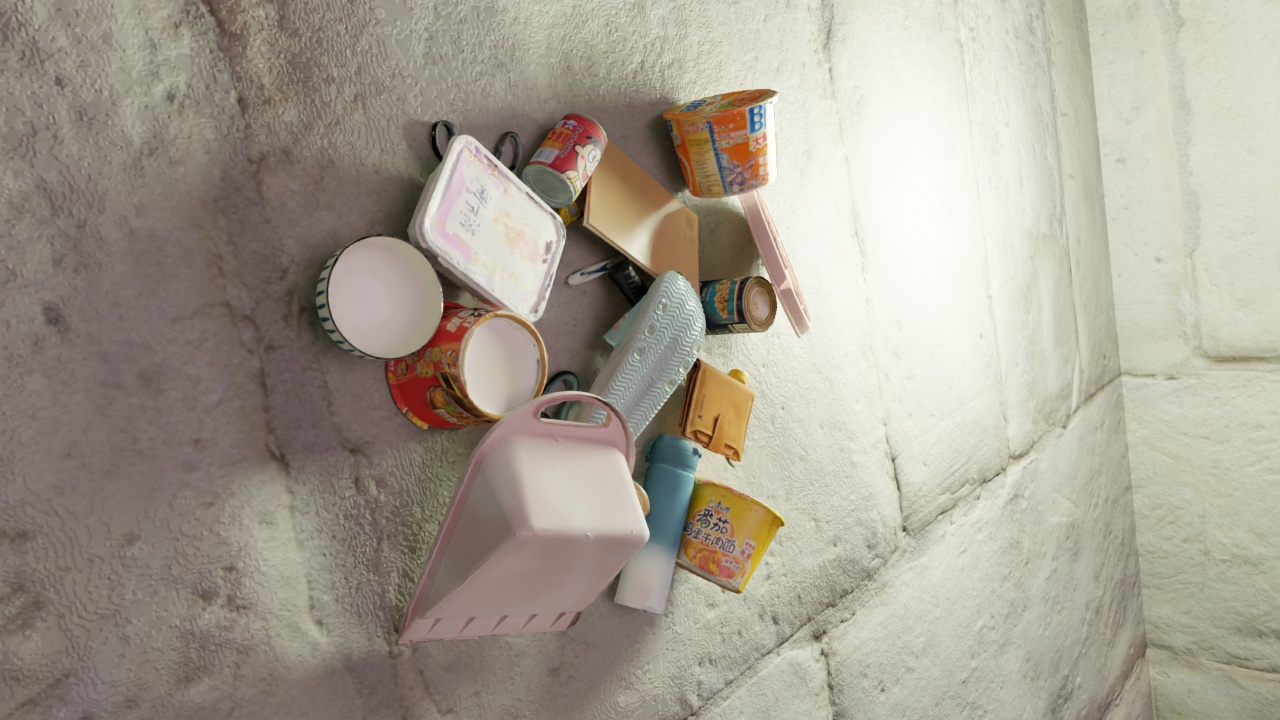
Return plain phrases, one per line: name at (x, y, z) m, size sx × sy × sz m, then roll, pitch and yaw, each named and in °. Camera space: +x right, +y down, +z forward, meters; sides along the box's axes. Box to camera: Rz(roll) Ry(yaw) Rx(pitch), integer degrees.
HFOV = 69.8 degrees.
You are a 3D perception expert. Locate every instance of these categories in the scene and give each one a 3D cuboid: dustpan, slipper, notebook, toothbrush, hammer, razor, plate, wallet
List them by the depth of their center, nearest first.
dustpan at (-0.110, 0.167, 0.956) m, size 0.222 × 0.274 × 0.138 m, roll 13°, pitch 43°, yaw -43°
razor at (-0.109, -0.139, 1.050) m, size 0.132 × 0.028 × 0.043 m, roll -57°, pitch 130°, yaw -28°
slipper at (-0.006, 0.006, 1.098) m, size 0.104 × 0.074 × 0.245 m, roll 40°, pitch 77°, yaw -36°
toothbrush at (-0.022, -0.125, 1.144) m, size 0.191 × 0.018 × 0.016 m, roll -28°, pitch 108°, yaw -43°
notebook at (0.008, -0.176, 1.150) m, size 0.211 × 0.012 × 0.149 m, roll 33°, pitch 48°, yaw -41°
hammer at (0.048, -0.016, 1.194) m, size 0.301 × 0.033 × 0.128 m, roll 52°, pitch 55°, yaw -36°
wallet at (0.098, 0.074, 1.209) m, size 0.130 × 0.035 × 0.119 m, roll 29°, pitch 65°, yaw -45°
plate at (0.187, -0.141, 1.263) m, size 0.229 × 0.028 × 0.229 m, roll 60°, pitch 14°, yaw -28°

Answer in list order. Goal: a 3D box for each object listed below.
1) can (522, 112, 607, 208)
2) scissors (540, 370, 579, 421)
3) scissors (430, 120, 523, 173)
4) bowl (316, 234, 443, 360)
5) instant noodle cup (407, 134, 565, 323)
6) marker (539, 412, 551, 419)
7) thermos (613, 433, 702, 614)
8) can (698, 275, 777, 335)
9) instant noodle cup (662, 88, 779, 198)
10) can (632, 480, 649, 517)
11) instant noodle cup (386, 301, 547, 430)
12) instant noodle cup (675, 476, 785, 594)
can at (-0.084, -0.229, 1.045) m, size 0.066 × 0.067 × 0.093 m, roll 48°, pitch 57°, yaw -34°
scissors at (-0.070, 0.103, 1.090) m, size 0.180 × 0.019 × 0.170 m, roll 18°, pitch 75°, yaw -45°
scissors at (-0.176, -0.181, 0.989) m, size 0.159 × 0.014 × 0.180 m, roll 41°, pitch 62°, yaw -38°
bowl at (-0.253, -0.057, 0.865) m, size 0.116 × 0.066 × 0.116 m, roll 3°, pitch 85°, yaw -41°
instant noodle cup at (-0.164, -0.128, 0.945) m, size 0.173 × 0.060 × 0.137 m, roll 38°, pitch 56°, yaw -40°
marker at (-0.082, 0.104, 1.053) m, size 0.018 × 0.015 × 0.124 m, roll -36°, pitch 118°, yaw -1°
thermos at (0.022, 0.202, 1.148) m, size 0.070 × 0.070 × 0.220 m, roll 27°, pitch 71°, yaw -42°
can at (0.117, -0.072, 1.219) m, size 0.075 × 0.111 × 0.075 m, roll 1°, pitch 88°, yaw -46°
instant noodle cup at (0.113, -0.283, 1.201) m, size 0.151 × 0.152 × 0.111 m, roll -34°, pitch 121°, yaw -41°
can at (-0.044, 0.190, 1.084) m, size 0.116 × 0.059 × 0.058 m, roll -36°, pitch 114°, yaw -41°
instant noodle cup at (-0.168, 0.004, 0.925) m, size 0.137 × 0.109 × 0.138 m, roll 2°, pitch 87°, yaw -46°
instant noodle cup at (0.103, 0.230, 1.192) m, size 0.138 × 0.138 × 0.109 m, roll 40°, pitch 70°, yaw -38°
